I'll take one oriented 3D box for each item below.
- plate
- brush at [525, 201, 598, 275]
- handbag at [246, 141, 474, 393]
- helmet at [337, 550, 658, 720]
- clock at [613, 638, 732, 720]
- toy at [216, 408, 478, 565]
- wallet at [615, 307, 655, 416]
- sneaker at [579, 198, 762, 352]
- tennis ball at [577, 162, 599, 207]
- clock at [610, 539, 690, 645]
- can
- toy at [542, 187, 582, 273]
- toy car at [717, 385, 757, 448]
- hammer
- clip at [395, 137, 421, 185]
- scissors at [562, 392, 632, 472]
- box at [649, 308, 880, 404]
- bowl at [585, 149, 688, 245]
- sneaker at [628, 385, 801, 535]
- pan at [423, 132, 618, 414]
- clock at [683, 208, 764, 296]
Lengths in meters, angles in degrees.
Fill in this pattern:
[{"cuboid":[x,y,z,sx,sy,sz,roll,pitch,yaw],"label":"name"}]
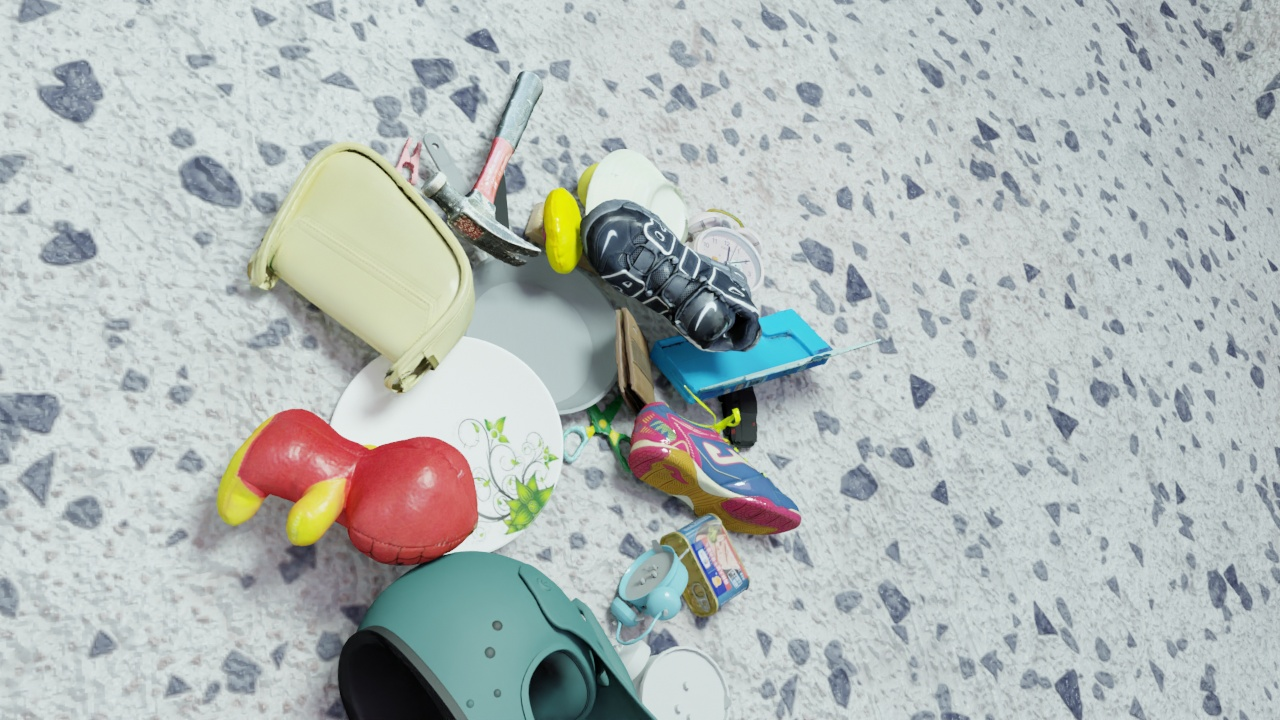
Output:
[{"cuboid":[-0.193,0.087,0.922,0.229,0.030,0.229,3,71,-9],"label":"plate"},{"cuboid":[-0.078,-0.148,1.106,0.117,0.039,0.049,29,56,-21],"label":"brush"},{"cuboid":[-0.265,-0.094,0.925,0.233,0.089,0.190,37,68,7],"label":"handbag"},{"cuboid":[-0.112,0.286,0.792,0.275,0.177,0.199,43,34,21],"label":"helmet"},{"cuboid":[0.018,0.347,0.935,0.159,0.061,0.119,13,63,-27],"label":"clock"},{"cuboid":[-0.246,0.110,0.806,0.216,0.099,0.147,14,33,2],"label":"toy"},{"cuboid":[-0.006,0.006,1.046,0.027,0.121,0.098,-8,69,11],"label":"wallet"},{"cuboid":[0.043,-0.076,1.024,0.252,0.097,0.150,27,20,-33],"label":"sneaker"},{"cuboid":[-0.045,-0.213,1.137,0.065,0.065,0.065,12,64,-26],"label":"tennis ball"},{"cuboid":[0.007,0.244,0.959,0.042,0.088,0.122,50,41,-19],"label":"clock"},{"cuboid":[0.073,0.228,1.025,0.058,0.054,0.100,-21,81,-38],"label":"can"},{"cuboid":[-0.087,-0.144,1.021,0.041,0.094,0.095,-3,96,7],"label":"toy"},{"cuboid":[0.125,0.063,1.138,0.042,0.036,0.091,4,67,-30],"label":"toy car"},{"cuboid":[-0.151,-0.238,1.054,0.140,0.036,0.325,43,35,-28],"label":"hammer"},{"cuboid":[-0.259,-0.224,1.042,0.044,0.023,0.060,39,56,-16],"label":"clip"},{"cuboid":[-0.049,0.077,1.043,0.129,0.011,0.125,-23,78,-37],"label":"scissors"},{"cuboid":[0.154,0.003,1.127,0.243,0.171,0.070,-14,114,-36],"label":"box"},{"cuboid":[0.011,-0.169,1.108,0.176,0.058,0.176,-1,91,-53],"label":"bowl"},{"cuboid":[0.095,0.121,1.049,0.241,0.117,0.090,32,45,-27],"label":"sneaker"},{"cuboid":[-0.154,-0.096,1.030,0.200,0.051,0.356,-28,83,-37],"label":"pan"},{"cuboid":[0.105,-0.130,1.192,0.116,0.059,0.157,22,55,-19],"label":"clock"}]
